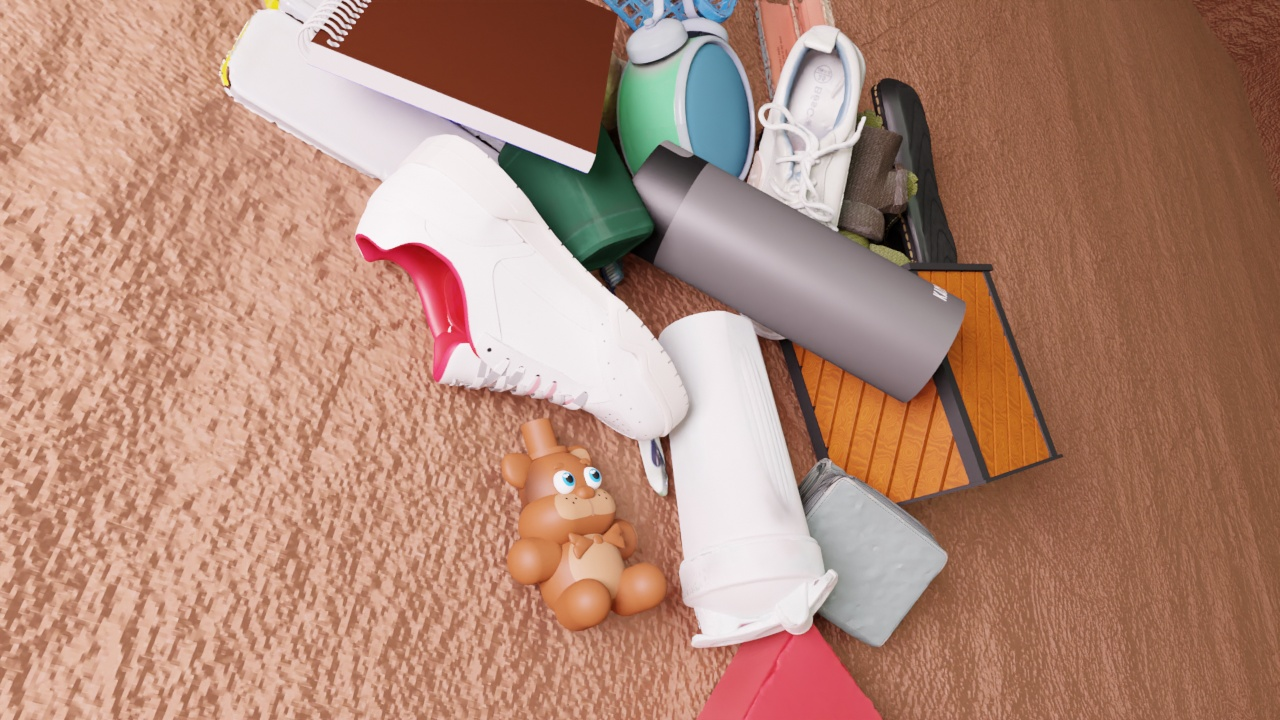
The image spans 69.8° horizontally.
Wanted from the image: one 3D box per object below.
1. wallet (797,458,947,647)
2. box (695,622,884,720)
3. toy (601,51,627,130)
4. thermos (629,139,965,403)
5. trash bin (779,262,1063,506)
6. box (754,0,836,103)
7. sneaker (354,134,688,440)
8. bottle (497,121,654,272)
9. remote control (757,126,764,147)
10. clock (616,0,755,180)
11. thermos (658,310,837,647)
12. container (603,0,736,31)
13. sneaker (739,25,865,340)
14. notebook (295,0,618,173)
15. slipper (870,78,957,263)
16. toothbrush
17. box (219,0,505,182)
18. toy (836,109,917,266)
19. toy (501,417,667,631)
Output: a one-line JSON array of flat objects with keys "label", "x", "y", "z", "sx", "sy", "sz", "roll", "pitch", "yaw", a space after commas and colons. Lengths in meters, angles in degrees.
[{"label": "wallet", "x": 0.156, "y": 0.144, "z": 0.689, "sx": 0.131, "sy": 0.054, "sz": 0.100, "roll": 37, "pitch": 90, "yaw": -26}, {"label": "box", "x": 0.083, "y": 0.286, "z": 0.577, "sx": 0.213, "sy": 0.164, "sz": 0.153, "roll": -43, "pitch": 145, "yaw": -44}, {"label": "toy", "x": -0.044, "y": -0.218, "z": 0.699, "sx": 0.115, "sy": 0.046, "sz": 0.092, "roll": -1, "pitch": 72, "yaw": -51}, {"label": "thermos", "x": 0.099, "y": -0.065, "z": 0.646, "sx": 0.240, "sy": 0.082, "sz": 0.082, "roll": 29, "pitch": 48, "yaw": 3}, {"label": "trash bin", "x": 0.229, "y": 0.025, "z": 0.769, "sx": 0.139, "sy": 0.140, "sz": 0.171, "roll": -5, "pitch": 75, "yaw": -44}, {"label": "box", "x": 0.159, "y": -0.303, "z": 0.911, "sx": 0.042, "sy": 0.083, "sz": 0.186, "roll": 20, "pitch": 56, "yaw": -49}, {"label": "sneaker", "x": -0.076, "y": -0.014, "z": 0.557, "sx": 0.236, "sy": 0.090, "sz": 0.104, "roll": 49, "pitch": 66, "yaw": -25}, {"label": "bottle", "x": -0.051, "y": -0.125, "z": 0.596, "sx": 0.061, "sy": 0.061, "sz": 0.131, "roll": -24, "pitch": 85, "yaw": -43}, {"label": "remote control", "x": 0.165, "y": -0.175, "z": 0.894, "sx": 0.136, "sy": 0.015, "sz": 0.032, "roll": 41, "pitch": 48, "yaw": -22}, {"label": "clock", "x": 0.032, "y": -0.207, "z": 0.717, "sx": 0.121, "sy": 0.075, "sz": 0.162, "roll": -30, "pitch": 116, "yaw": -52}, {"label": "thermos", "x": 0.065, "y": 0.077, "z": 0.629, "sx": 0.099, "sy": 0.100, "sz": 0.220, "roll": 12, "pitch": 59, "yaw": -39}, {"label": "container", "x": -0.054, "y": -0.450, "z": 0.765, "sx": 0.362, "sy": 0.089, "sz": 0.256, "roll": 38, "pitch": 49, "yaw": -24}, {"label": "sneaker", "x": 0.116, "y": -0.134, "z": 0.705, "sx": 0.090, "sy": 0.089, "sz": 0.242, "roll": -18, "pitch": 120, "yaw": -72}, {"label": "notebook", "x": -0.102, "y": -0.208, "z": 0.581, "sx": 0.171, "sy": 0.022, "sz": 0.208, "roll": 19, "pitch": 40, "yaw": -13}, {"label": "slipper", "x": 0.264, "y": -0.148, "z": 0.931, "sx": 0.112, "sy": 0.076, "sz": 0.268, "roll": -30, "pitch": 108, "yaw": -49}, {"label": "toothbrush", "x": -0.004, "y": 0.004, "z": 0.651, "sx": 0.016, "sy": 0.017, "sz": 0.189, "roll": 1, "pitch": 70, "yaw": -43}, {"label": "box", "x": -0.149, "y": -0.164, "z": 0.592, "sx": 0.209, "sy": 0.036, "sz": 0.129, "roll": 30, "pitch": 56, "yaw": -30}, {"label": "toy", "x": 0.166, "y": -0.140, "z": 0.783, "sx": 0.179, "sy": 0.078, "sz": 0.153, "roll": 9, "pitch": 96, "yaw": -4}, {"label": "toy", "x": -0.039, "y": 0.094, "z": 0.546, "sx": 0.094, "sy": 0.065, "sz": 0.127, "roll": -2, "pitch": 67, "yaw": -46}]
